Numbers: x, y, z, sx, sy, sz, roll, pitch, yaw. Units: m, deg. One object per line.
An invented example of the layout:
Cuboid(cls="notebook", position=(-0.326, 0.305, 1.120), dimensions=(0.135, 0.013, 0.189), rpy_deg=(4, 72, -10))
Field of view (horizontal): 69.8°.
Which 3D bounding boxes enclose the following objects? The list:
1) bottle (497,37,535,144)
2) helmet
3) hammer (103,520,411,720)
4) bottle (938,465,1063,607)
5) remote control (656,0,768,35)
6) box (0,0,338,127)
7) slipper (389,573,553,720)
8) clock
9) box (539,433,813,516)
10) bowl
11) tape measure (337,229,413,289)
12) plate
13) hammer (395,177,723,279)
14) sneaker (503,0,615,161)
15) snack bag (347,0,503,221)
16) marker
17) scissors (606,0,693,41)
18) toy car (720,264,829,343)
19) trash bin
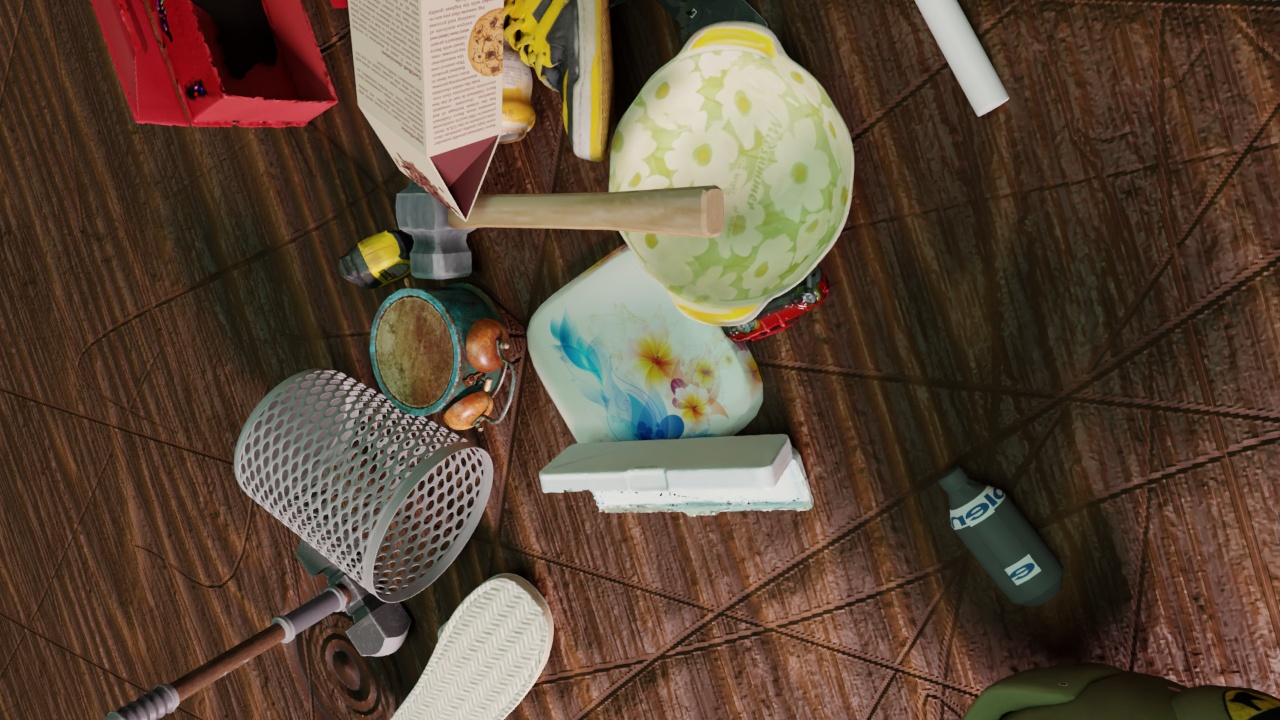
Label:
Cuboid(cls="bottle", position=(-0.122, -0.239, 0.763), dimensions=(0.063, 0.063, 0.109), rpy_deg=(-4, 91, 25))
Cuboid(cls="helmet", position=(0.304, 0.298, 0.560), dimensions=(0.233, 0.255, 0.250), rpy_deg=(15, 105, 18))
Cuboid(cls="hammer", position=(-0.351, 0.259, 0.827), dimensions=(0.043, 0.321, 0.156), rpy_deg=(-38, 84, 26))
Cuboid(cls="bottle", position=(0.261, 0.127, 0.672), dimensions=(0.047, 0.046, 0.112), rpy_deg=(-40, 83, 26))
Cuboid(cls="remote control", position=(0.036, -0.289, 0.710), dimensions=(0.146, 0.008, 0.045), rpy_deg=(47, 115, 9))
Cuboid(cls="box", position=(-0.398, -0.302, 0.708), dimensions=(0.124, 0.377, 0.211), rpy_deg=(-19, 92, 11))
Cuboid(cls="slipper", position=(-0.169, 0.313, 0.907), dimensions=(0.115, 0.052, 0.263), rpy_deg=(40, 110, 14))
Cuboid(cls="clock", position=(-0.166, -0.002, 0.825), dimensions=(0.158, 0.073, 0.121), rpy_deg=(31, 112, 28))
Cuboid(cls="box", position=(0.030, 0.100, 0.742), dimensions=(0.198, 0.077, 0.122), rpy_deg=(-5, 139, 26))
Cuboid(cls="bowl", position=(0.072, -0.139, 0.697), dimensions=(0.189, 0.060, 0.219), rpy_deg=(8, 105, 23))
Cuboid(cls="tape measure", position=(-0.239, -0.095, 0.845), dimensions=(0.064, 0.065, 0.037), rpy_deg=(-27, 85, 4))
Cuboid(cls="plate", position=(-0.005, 0.005, 0.785), dimensions=(0.187, 0.016, 0.187), rpy_deg=(-32, 86, 27))
Cuboid(cls="hammer", position=(-0.075, -0.119, 0.730), dimensions=(0.323, 0.051, 0.117), rpy_deg=(7, 104, 38))
Cuboid(cls="sneaker", position=(-0.085, -0.269, 0.701), dimensions=(0.122, 0.086, 0.238), rpy_deg=(-3, 88, 6))
Cuboid(cls="snack bag", position=(-0.161, -0.214, 0.696), dimensions=(0.094, 0.069, 0.207), rpy_deg=(39, 140, 29))
Cuboid(cls="marker", position=(0.213, -0.233, 0.632), dimensions=(0.027, 0.023, 0.133), rpy_deg=(-28, 88, 5))
Cuboid(cls="scissors", position=(0.042, -0.306, 0.666), dimensions=(0.170, 0.012, 0.157), rpy_deg=(-22, 67, 0))
Cuboid(cls="toy car", position=(0.104, -0.044, 0.711), dimensions=(0.091, 0.042, 0.036), rpy_deg=(-30, 125, 31))
Cuboid(cls="trash bin", position=(-0.258, 0.107, 0.849), dimensions=(0.183, 0.156, 0.157), rpy_deg=(28, 111, 20))
